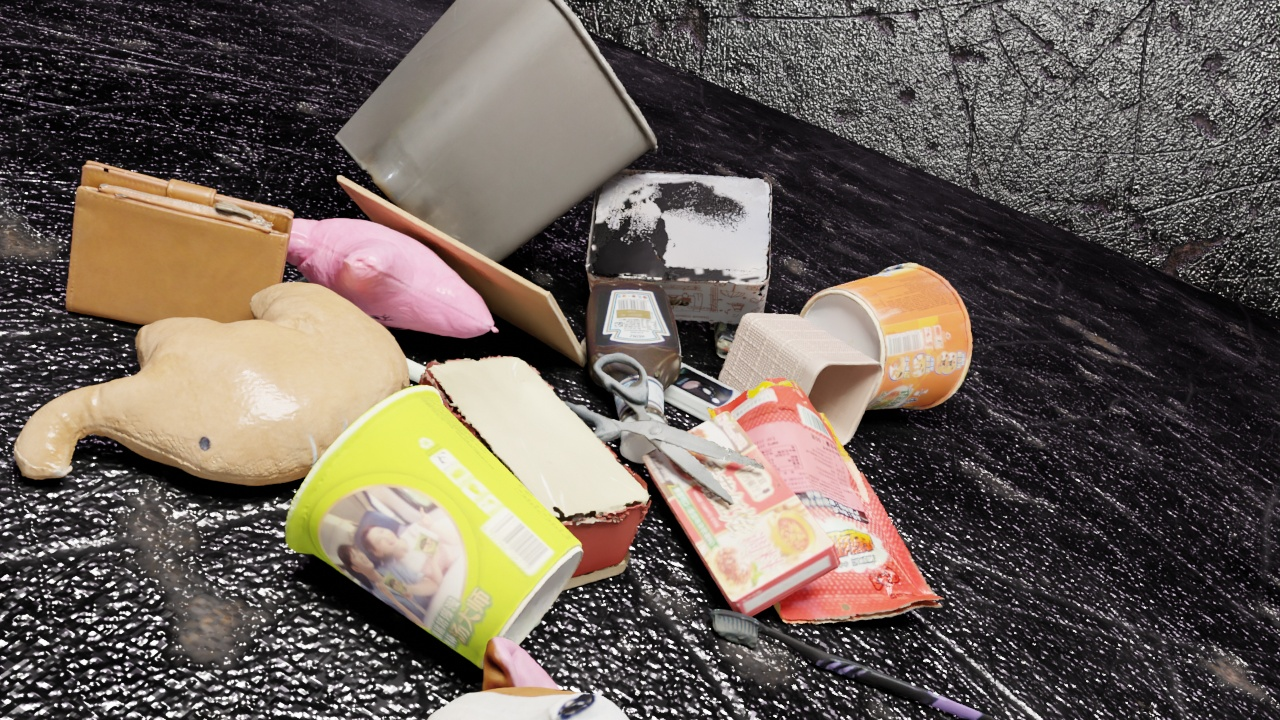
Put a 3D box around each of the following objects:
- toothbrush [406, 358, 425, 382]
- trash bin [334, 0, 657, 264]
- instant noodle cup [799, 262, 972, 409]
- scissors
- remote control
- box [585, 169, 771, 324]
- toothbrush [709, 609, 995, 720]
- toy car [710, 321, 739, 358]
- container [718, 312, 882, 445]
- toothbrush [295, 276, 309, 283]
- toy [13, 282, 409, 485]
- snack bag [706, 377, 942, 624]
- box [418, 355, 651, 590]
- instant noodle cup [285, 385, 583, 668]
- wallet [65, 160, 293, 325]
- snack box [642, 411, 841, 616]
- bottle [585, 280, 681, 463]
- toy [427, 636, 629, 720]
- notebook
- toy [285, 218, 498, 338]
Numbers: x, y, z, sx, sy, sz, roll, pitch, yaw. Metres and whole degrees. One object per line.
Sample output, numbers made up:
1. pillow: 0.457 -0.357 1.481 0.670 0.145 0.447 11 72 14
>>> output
1. toothbrush: -0.172 0.004 0.693 0.189 0.029 0.020 26 67 7
2. trash bin: -0.140 -0.212 0.855 0.198 0.219 0.199 48 -4 -40
3. instant noodle cup: 0.233 -0.017 0.913 0.111 0.152 0.151 -9 38 -34
4. scissors: 0.008 0.047 0.668 0.163 0.014 0.165 -11 47 11
5. remote control: 0.018 0.012 0.824 0.150 0.021 0.058 26 26 12
6. box: 0.039 -0.099 0.954 0.181 0.205 0.157 3 68 1
7. toothbrush: 0.130 0.191 0.561 0.189 0.014 0.016 21 33 -1
8. toy car: 0.094 -0.031 0.951 0.042 0.035 0.090 19 27 -8
9. container: 0.141 0.014 0.837 0.089 0.090 0.111 -1 30 -38
10. toothbrush: -0.276 -0.076 0.780 0.015 0.018 0.180 19 23 3
11. toy: -0.239 0.021 0.549 0.143 0.083 0.225 29 31 18
12. snack bag: 0.123 0.103 0.679 0.128 0.073 0.207 4 37 -18
13. box: -0.072 0.060 0.590 0.091 0.077 0.168 -5 36 -42
14. instant noodle cup: -0.100 0.093 0.482 0.123 0.112 0.111 37 28 12
15. wallet: -0.313 -0.068 0.625 0.131 0.108 0.031 11 25 -19
16. snack box: 0.064 0.100 0.627 0.075 0.025 0.153 -28 39 -6
17. bottle: -0.005 0.004 0.762 0.080 0.044 0.194 0 39 -6
18. toy: -0.014 0.186 0.347 0.200 0.131 0.139 24 29 28
19. notebook: -0.145 -0.073 0.770 0.211 0.012 0.149 30 -13 17
20. toy: -0.192 -0.061 0.711 0.178 0.074 0.194 22 -1 7
